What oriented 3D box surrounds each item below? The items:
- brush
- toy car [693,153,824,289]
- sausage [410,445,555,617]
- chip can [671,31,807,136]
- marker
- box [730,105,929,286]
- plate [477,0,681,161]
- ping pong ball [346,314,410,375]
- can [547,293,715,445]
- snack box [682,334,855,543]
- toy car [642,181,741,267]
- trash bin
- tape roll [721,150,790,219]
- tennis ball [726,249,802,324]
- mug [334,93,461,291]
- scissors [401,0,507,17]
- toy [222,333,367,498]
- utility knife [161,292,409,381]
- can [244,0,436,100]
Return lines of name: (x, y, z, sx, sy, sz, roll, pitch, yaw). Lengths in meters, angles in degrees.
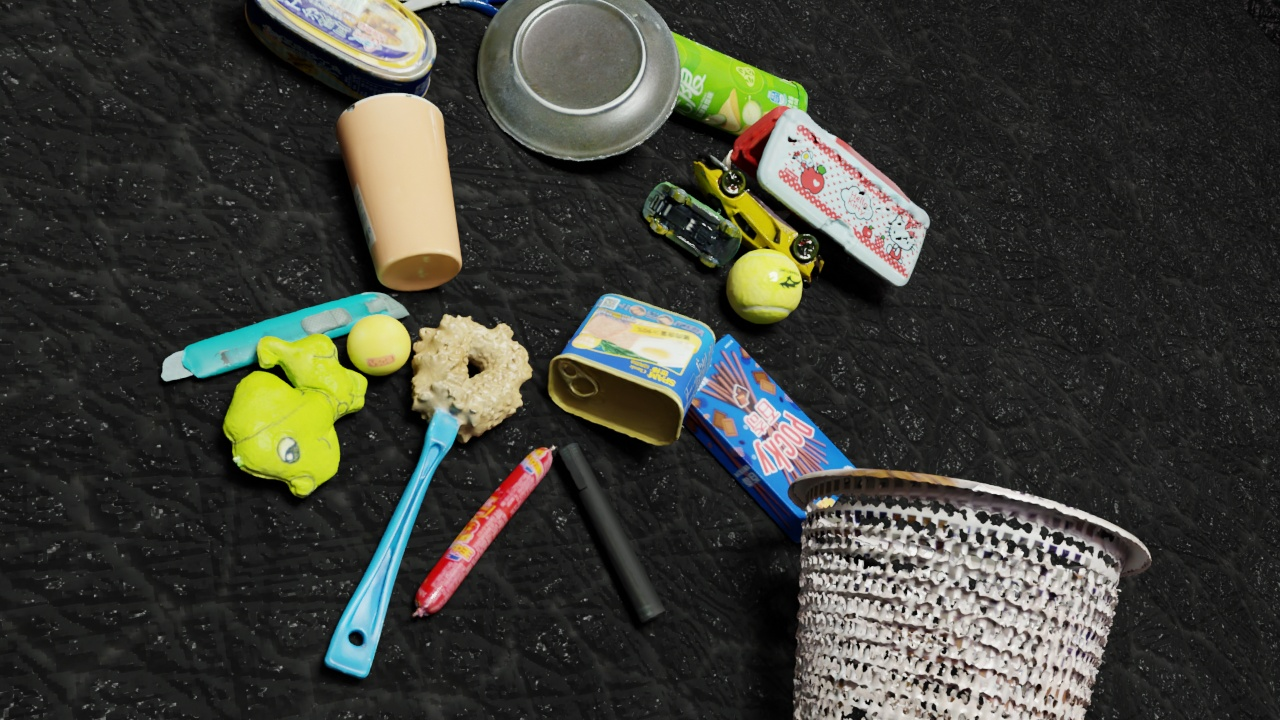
brush: (-0.135, 0.072, 0.576, 0.083, 0.046, 0.254, 29, 53, -18)
toy car: (0.103, -0.126, 0.831, 0.156, 0.071, 0.041, 42, 91, -8)
sausage: (-0.098, 0.104, 0.587, 0.020, 0.020, 0.155, 40, 48, -3)
chip can: (0.059, -0.269, 0.892, 0.221, 0.073, 0.072, 15, 54, -24)
marker: (-0.021, 0.116, 0.624, 0.020, 0.022, 0.132, -28, 74, -3)
box: (0.180, -0.143, 0.851, 0.201, 0.096, 0.098, 30, 49, -27)
plate: (-0.053, -0.259, 0.792, 0.179, 0.024, 0.179, 1, 75, -3)
ping pong ball: (-0.171, -0.010, 0.601, 0.040, 0.040, 0.040, 16, 54, -23)
can: (-0.004, 0.004, 0.670, 0.102, 0.057, 0.083, 20, 46, 12)
snack box: (0.096, 0.059, 0.730, 0.157, 0.026, 0.084, 47, 49, 3)
toy car: (0.047, -0.120, 0.805, 0.091, 0.043, 0.036, 36, 26, 4)
trash bin: (0.188, 0.193, 0.583, 0.227, 0.228, 0.191, 22, 71, -19)
tape roll: (0.118, -0.175, 0.906, 0.085, 0.014, 0.085, 16, 53, -23)
tennis ball: (0.107, -0.064, 0.791, 0.065, 0.066, 0.065, 16, 54, -23)
mug: (-0.168, -0.116, 0.653, 0.078, 0.078, 0.122, -2, 67, -33)
scissors: (-0.166, -0.325, 0.830, 0.141, 0.012, 0.170, 29, 51, -12)
toy: (-0.211, 0.030, 0.557, 0.096, 0.031, 0.099, 49, 45, 1)
utility knife: (-0.225, -0.017, 0.591, 0.164, 0.013, 0.029, -24, 75, -40)
can: (-0.229, -0.254, 0.704, 0.148, 0.049, 0.074, 28, 70, -13)
